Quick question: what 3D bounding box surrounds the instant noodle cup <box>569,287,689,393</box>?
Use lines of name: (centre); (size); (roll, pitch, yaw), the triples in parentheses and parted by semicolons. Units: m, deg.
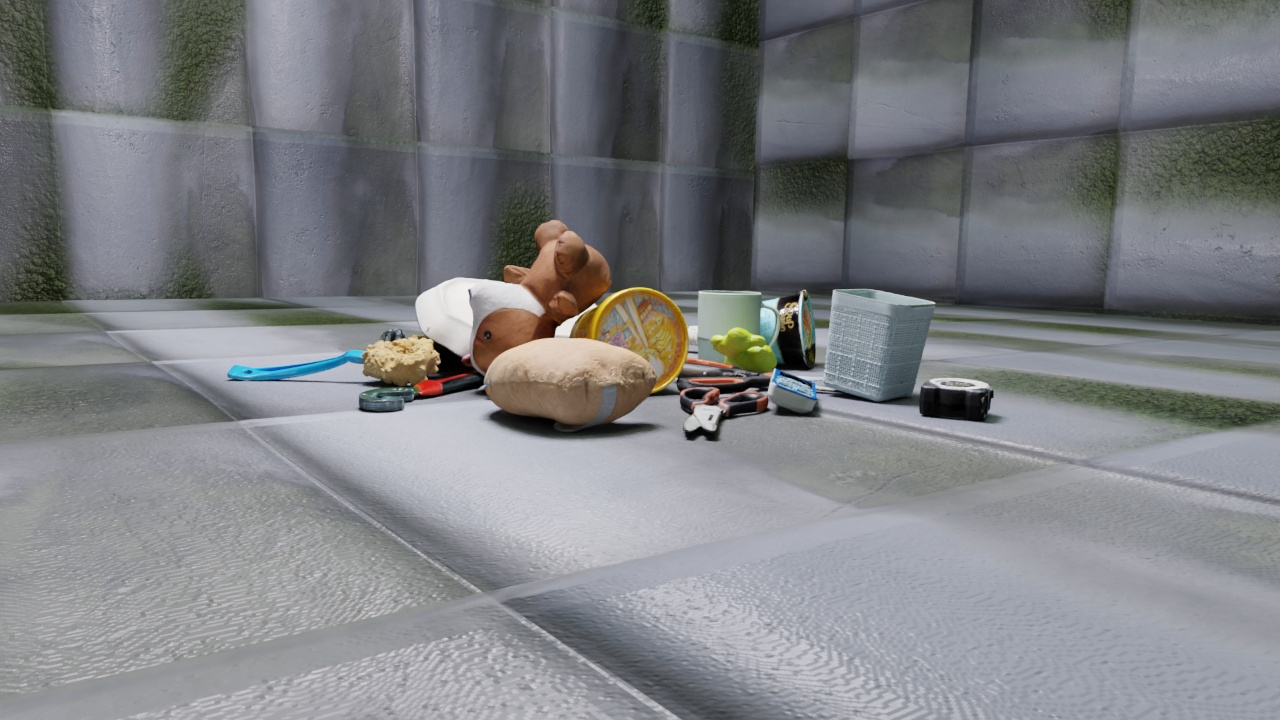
instant noodle cup: (-0.022, -0.020, 1.059); (0.118, 0.118, 0.115); (-2, 0, -24)

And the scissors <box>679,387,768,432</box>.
scissors: (0.080, 0.048, 0.888); (0.198, 0.015, 0.205); (-2, 8, -29)

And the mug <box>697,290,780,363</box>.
mug: (0.133, -0.039, 1.237); (0.111, 0.106, 0.082); (0, 6, -4)

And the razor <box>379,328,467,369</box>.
razor: (-0.271, -0.013, 1.195); (0.067, 0.062, 0.167); (38, 21, 30)

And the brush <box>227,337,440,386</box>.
brush: (-0.356, 0.006, 1.075); (0.255, 0.046, 0.083); (-5, 27, 3)

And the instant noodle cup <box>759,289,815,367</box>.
instant noodle cup: (0.181, -0.041, 1.306); (0.121, 0.111, 0.111); (-4, 5, 20)

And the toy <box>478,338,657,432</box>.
toy: (-0.085, 0.017, 0.888); (0.143, 0.082, 0.226); (3, 2, -28)

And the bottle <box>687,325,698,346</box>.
bottle: (0.142, -0.035, 1.420); (0.206, 0.060, 0.059); (4, 8, 30)

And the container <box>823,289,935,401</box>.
container: (0.264, -0.018, 1.030); (0.089, 0.111, 0.090); (-5, 17, -45)

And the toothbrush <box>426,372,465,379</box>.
toothbrush: (-0.216, 0.015, 1.124); (0.180, 0.018, 0.016); (-4, 13, -25)

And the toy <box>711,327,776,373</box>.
toy: (0.133, -0.007, 1.152); (0.100, 0.031, 0.097); (27, -28, -28)

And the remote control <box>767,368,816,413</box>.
remote control: (0.159, 0.031, 0.965); (0.049, 0.024, 0.124); (21, 11, 7)

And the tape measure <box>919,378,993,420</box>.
tape measure: (0.320, 0.039, 0.929); (0.066, 0.033, 0.065); (7, 11, 29)

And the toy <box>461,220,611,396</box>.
toy: (-0.126, -0.058, 1.018); (0.130, 0.199, 0.140); (34, 5, -23)

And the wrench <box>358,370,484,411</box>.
wrench: (-0.215, 0.027, 1.011); (0.056, 0.016, 0.272); (8, 9, 22)

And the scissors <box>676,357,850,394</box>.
scissors: (0.131, 0.026, 1.079); (0.221, 0.022, 0.227); (13, 13, 37)

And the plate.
plate: (-0.152, -0.055, 1.177); (0.265, 0.034, 0.162); (6, 36, -25)
